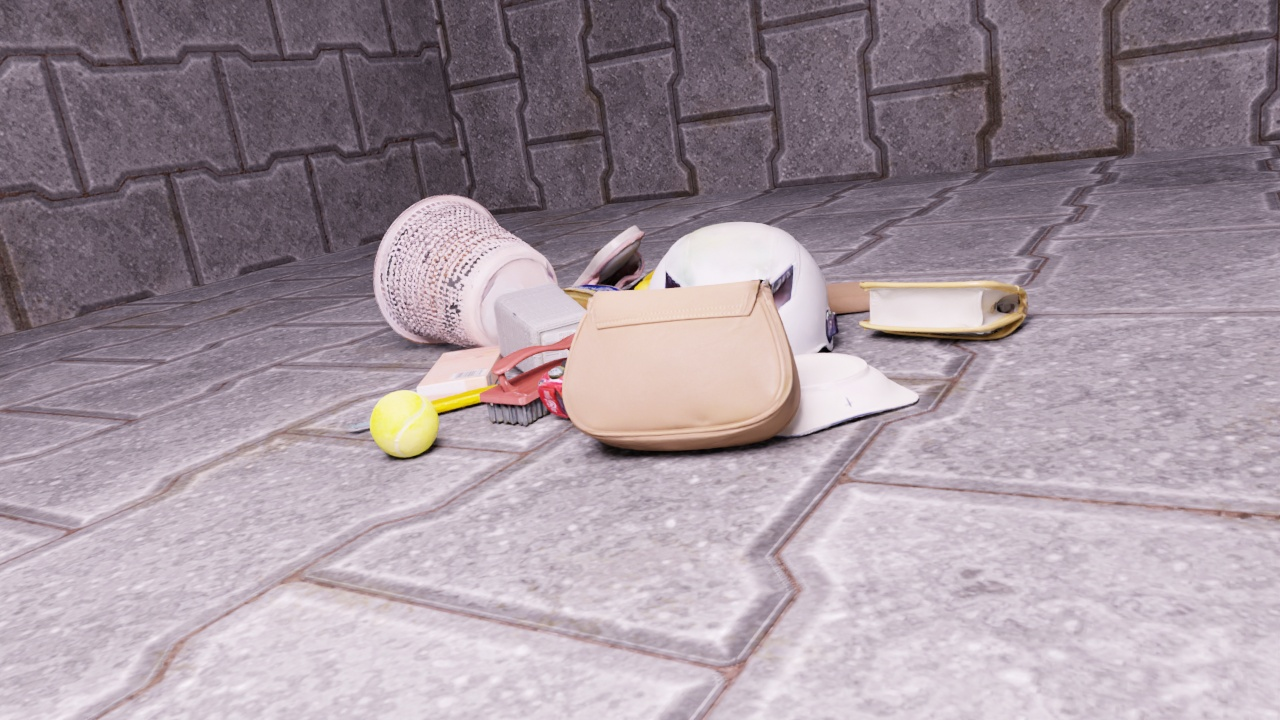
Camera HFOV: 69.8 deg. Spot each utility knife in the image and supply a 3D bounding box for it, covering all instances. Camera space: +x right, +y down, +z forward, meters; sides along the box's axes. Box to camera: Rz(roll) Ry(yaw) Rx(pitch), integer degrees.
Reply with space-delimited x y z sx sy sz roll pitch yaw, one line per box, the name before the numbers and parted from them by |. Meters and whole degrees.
utility knife | -0.234 0.054 1.029 0.192 0.015 0.033 -14 12 -19

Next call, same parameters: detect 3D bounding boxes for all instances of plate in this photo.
plate | 0.163 0.024 0.882 0.164 0.034 0.164 -13 15 -19

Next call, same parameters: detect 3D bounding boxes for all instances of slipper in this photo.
slipper | -0.047 -0.124 1.379 0.114 0.054 0.275 -37 -3 -23

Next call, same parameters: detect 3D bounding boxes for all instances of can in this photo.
can | -0.070 -0.068 1.286 0.049 0.075 0.148 -16 16 -37

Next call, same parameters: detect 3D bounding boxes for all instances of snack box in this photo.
snack box | -0.219 0.016 1.143 0.084 0.026 0.157 -8 14 2

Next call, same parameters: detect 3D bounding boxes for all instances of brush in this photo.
brush | -0.105 0.016 0.994 0.063 0.069 0.145 3 18 34

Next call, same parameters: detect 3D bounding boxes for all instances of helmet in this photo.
helmet | 0.110 -0.081 1.060 0.229 0.146 0.258 -2 21 13

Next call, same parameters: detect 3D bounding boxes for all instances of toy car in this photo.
toy car | -0.050 0.039 0.905 0.121 0.053 0.045 7 46 33

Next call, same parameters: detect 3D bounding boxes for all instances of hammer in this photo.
hammer | 0.018 -0.110 1.304 0.128 0.033 0.301 -41 5 -13

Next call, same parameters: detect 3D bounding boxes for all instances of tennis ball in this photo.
tennis ball | -0.231 0.062 0.898 0.065 0.065 0.065 -8 15 2

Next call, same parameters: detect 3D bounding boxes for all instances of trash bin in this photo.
trash bin | -0.230 -0.106 1.296 0.226 0.228 0.192 -21 32 -39

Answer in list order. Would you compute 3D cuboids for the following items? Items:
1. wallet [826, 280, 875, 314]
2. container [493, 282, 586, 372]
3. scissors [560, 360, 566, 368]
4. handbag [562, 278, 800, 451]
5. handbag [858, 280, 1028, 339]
wallet | 0.264 -0.083 1.233 0.115 0.033 0.090 -7 17 4
container | -0.114 -0.031 1.123 0.090 0.090 0.114 -17 28 -24
scissors | -0.006 0.026 0.950 0.179 0.014 0.159 16 2 7
handbag | 0.037 0.007 0.814 0.205 0.147 0.100 -3 -16 15
handbag | 0.358 -0.058 1.059 0.164 0.063 0.178 5 5 42
